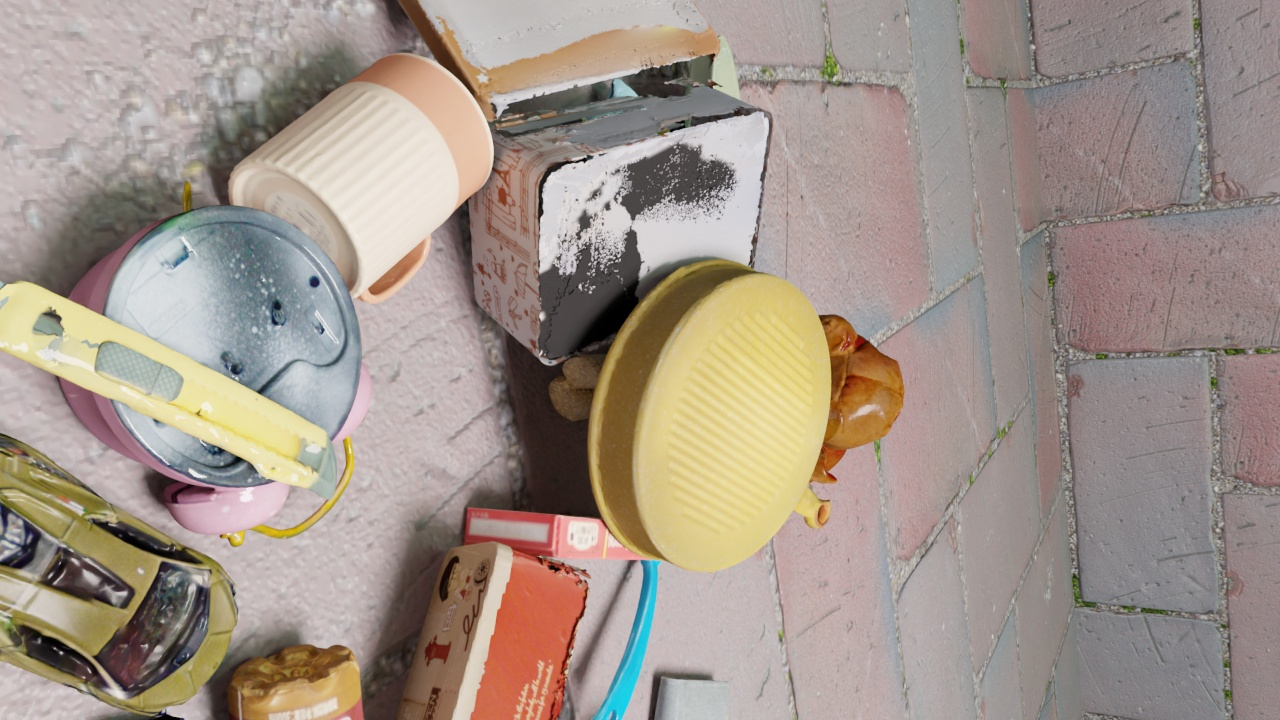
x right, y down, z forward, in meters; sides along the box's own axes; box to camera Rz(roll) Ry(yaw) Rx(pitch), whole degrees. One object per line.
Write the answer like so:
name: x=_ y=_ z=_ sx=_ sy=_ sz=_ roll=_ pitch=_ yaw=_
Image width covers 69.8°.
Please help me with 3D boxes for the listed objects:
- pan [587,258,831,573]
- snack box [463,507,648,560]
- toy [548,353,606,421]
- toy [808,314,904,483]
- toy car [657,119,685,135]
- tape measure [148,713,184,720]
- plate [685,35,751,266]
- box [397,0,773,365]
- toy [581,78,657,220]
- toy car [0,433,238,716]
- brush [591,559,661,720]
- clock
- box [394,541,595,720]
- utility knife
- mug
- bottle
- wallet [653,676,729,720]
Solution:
pan: x=0.083 y=0.067 z=0.648 sx=0.357 sy=0.078 sz=0.197 roll=37 pitch=75 yaw=-45
snack box: x=-0.035 y=0.114 z=0.597 sx=0.152 sy=0.075 sz=0.025 roll=18 pitch=73 yaw=-55
toy: x=-0.004 y=0.004 z=0.674 sx=0.156 sy=0.066 sz=0.105 roll=-21 pitch=138 yaw=-51
toy: x=0.153 y=0.050 z=0.838 sx=0.200 sy=0.130 sz=0.140 roll=97 pitch=11 yaw=-68
toy car: x=0.034 y=-0.177 z=0.753 sx=0.105 sy=0.032 sz=0.048 roll=-13 pitch=99 yaw=-75
tape measure: x=-0.210 y=0.177 z=0.376 sx=0.058 sy=0.025 sz=0.054 roll=-46 pitch=123 yaw=-53
plate: x=0.066 y=-0.144 z=0.750 sx=0.230 sy=0.027 sz=0.230 roll=-3 pitch=89 yaw=-78
box: x=-0.028 y=-0.144 z=0.548 sx=0.179 sy=0.134 sz=0.271 roll=-23 pitch=104 yaw=-32
toy: x=-0.002 y=-0.124 z=0.682 sx=0.156 sy=0.050 sz=0.161 roll=28 pitch=57 yaw=-59
toy car: x=-0.218 y=0.087 z=0.356 sx=0.158 sy=0.042 sz=0.070 roll=53 pitch=47 yaw=-44
brush: x=0.010 y=0.163 z=0.682 sx=0.083 sy=0.046 sz=0.253 roll=64 pitch=34 yaw=-37
clock: x=-0.178 y=0.010 z=0.404 sx=0.116 sy=0.060 sz=0.158 roll=-57 pitch=131 yaw=-41
box: x=-0.082 y=0.190 z=0.496 sx=0.076 sy=0.092 sz=0.168 roll=25 pitch=65 yaw=-25
utility knife: x=-0.187 y=0.004 z=0.330 sx=0.204 sy=0.021 sz=0.030 roll=36 pitch=53 yaw=-42
mug: x=-0.137 y=-0.080 z=0.465 sx=0.105 sy=0.082 sz=0.115 roll=-55 pitch=161 yaw=-40
bottle: x=-0.154 y=0.226 z=0.427 sx=0.057 sy=0.058 sz=0.175 roll=-9 pitch=96 yaw=-56
wallet: x=0.043 y=0.324 z=0.738 sx=0.106 sy=0.037 sz=0.129 roll=29 pitch=65 yaw=-52
